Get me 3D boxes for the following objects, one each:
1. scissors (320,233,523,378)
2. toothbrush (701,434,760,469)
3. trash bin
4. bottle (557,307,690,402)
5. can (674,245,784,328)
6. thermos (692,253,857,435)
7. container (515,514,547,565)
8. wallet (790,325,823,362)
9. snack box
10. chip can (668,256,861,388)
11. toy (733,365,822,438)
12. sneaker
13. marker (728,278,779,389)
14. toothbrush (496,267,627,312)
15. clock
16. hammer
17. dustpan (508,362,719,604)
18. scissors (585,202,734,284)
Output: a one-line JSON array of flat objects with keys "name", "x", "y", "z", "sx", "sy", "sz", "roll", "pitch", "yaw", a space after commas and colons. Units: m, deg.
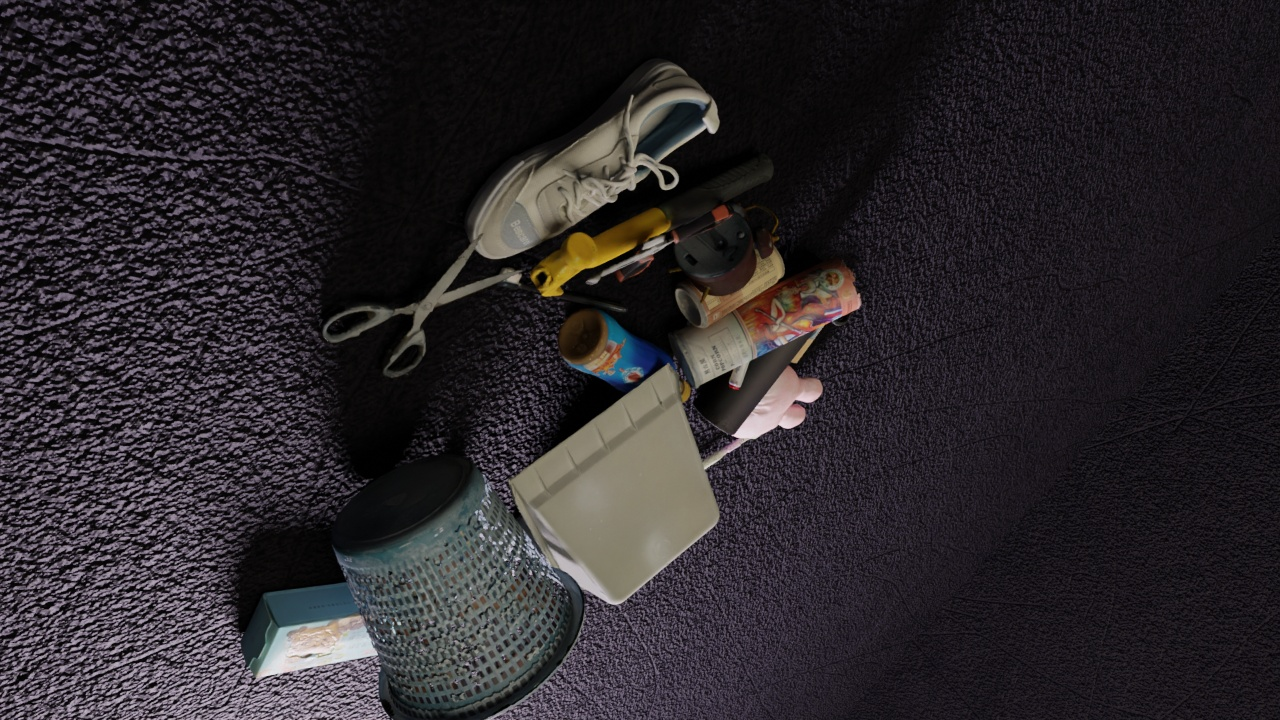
[{"name": "scissors", "x": -0.188, "y": -0.043, "z": 0.792, "sx": 0.180, "sy": 0.014, "sz": 0.160, "roll": -11, "pitch": 144, "yaw": -23}, {"name": "toothbrush", "x": 0.092, "y": 0.143, "z": 1.293, "sx": 0.189, "sy": 0.020, "sz": 0.029, "roll": -32, "pitch": 113, "yaw": -15}, {"name": "trash bin", "x": -0.192, "y": 0.209, "z": 0.904, "sx": 0.226, "sy": 0.227, "sz": 0.195, "roll": -30, "pitch": 116, "yaw": -19}, {"name": "bottle", "x": -0.006, "y": 0.006, "z": 1.008, "sx": 0.065, "sy": 0.065, "sz": 0.218, "roll": -49, "pitch": 145, "yaw": 8}, {"name": "can", "x": 0.099, "y": -0.087, "z": 1.022, "sx": 0.116, "sy": 0.058, "sz": 0.059, "roll": -32, "pitch": 144, "yaw": -16}, {"name": "thermos", "x": 0.173, "y": -0.013, "z": 1.151, "sx": 0.243, "sy": 0.090, "sz": 0.068, "roll": -52, "pitch": -173, "yaw": 13}, {"name": "container", "x": -0.076, "y": 0.192, "z": 1.115, "sx": 0.114, "sy": 0.090, "sz": 0.090, "roll": -49, "pitch": 146, "yaw": 3}, {"name": "wallet", "x": 0.216, "y": -0.050, "z": 1.213, "sx": 0.087, "sy": 0.024, "sz": 0.115, "roll": 7, "pitch": 122, "yaw": -54}, {"name": "snack box", "x": -0.329, "y": 0.283, "z": 0.986, "sx": 0.174, "sy": 0.051, "sz": 0.074, "roll": 6, "pitch": 121, "yaw": -47}, {"name": "chip can", "x": 0.143, "y": -0.045, "z": 1.057, "sx": 0.214, "sy": 0.071, "sz": 0.071, "roll": -26, "pitch": 143, "yaw": -5}, {"name": "toy", "x": 0.183, "y": 0.058, "z": 1.261, "sx": 0.159, "sy": 0.054, "sz": 0.121, "roll": 6, "pitch": 124, "yaw": -44}, {"name": "sneaker", "x": -0.036, "y": -0.158, "z": 0.786, "sx": 0.242, "sy": 0.090, "sz": 0.089, "roll": -39, "pitch": 144, "yaw": -5}, {"name": "marker", "x": 0.137, "y": -0.034, "z": 1.115, "sx": 0.017, "sy": 0.017, "sz": 0.145, "roll": 11, "pitch": 101, "yaw": -50}, {"name": "toothbrush", "x": -0.072, "y": -0.067, "z": 0.910, "sx": 0.180, "sy": 0.016, "sz": 0.018, "roll": 12, "pitch": 109, "yaw": -49}, {"name": "clock", "x": 0.090, "y": -0.120, "z": 0.960, "sx": 0.122, "sy": 0.082, "sz": 0.055, "roll": -41, "pitch": 149, "yaw": -2}, {"name": "hammer", "x": 0.019, "y": -0.136, "z": 0.878, "sx": 0.299, "sy": 0.033, "sz": 0.129, "roll": -31, "pitch": -177, "yaw": -31}, {"name": "dustpan", "x": -0.029, "y": 0.159, "z": 1.055, "sx": 0.222, "sy": 0.143, "sz": 0.258, "roll": -36, "pitch": 113, "yaw": -20}, {"name": "scissors", "x": 0.019, "y": -0.106, "z": 0.852, "sx": 0.188, "sy": 0.015, "sz": 0.227, "roll": -30, "pitch": -178, "yaw": -13}]
